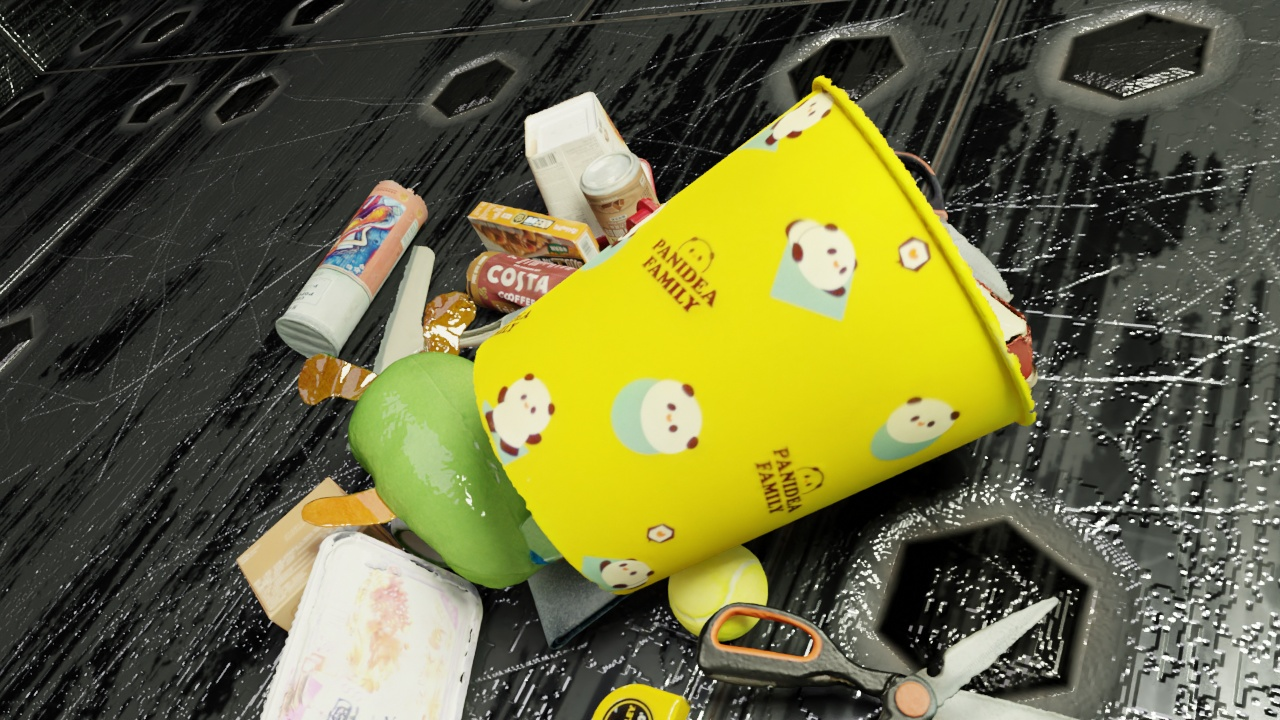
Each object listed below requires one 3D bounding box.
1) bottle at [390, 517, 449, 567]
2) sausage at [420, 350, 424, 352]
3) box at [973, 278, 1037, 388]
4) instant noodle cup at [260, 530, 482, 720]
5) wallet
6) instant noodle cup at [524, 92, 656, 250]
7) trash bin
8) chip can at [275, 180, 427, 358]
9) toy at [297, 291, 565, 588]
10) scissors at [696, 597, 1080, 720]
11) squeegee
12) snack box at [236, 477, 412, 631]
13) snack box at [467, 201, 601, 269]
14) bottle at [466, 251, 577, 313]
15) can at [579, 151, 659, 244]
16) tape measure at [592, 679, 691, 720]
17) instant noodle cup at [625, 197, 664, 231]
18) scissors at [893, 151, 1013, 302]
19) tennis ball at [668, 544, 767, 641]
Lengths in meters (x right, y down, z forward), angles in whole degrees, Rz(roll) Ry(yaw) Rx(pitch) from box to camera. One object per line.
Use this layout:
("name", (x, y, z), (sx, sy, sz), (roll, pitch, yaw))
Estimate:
("bottle", (-0.133, 0.074, 0.767), (0.068, 0.068, 0.196), (2, 48, 29))
("sausage", (-0.204, 0.003, 0.896), (0.165, 0.021, 0.021), (17, 61, 38))
("box", (0.206, -0.037, 0.680), (0.091, 0.079, 0.168), (-33, 45, -2))
("instant noodle cup", (-0.189, 0.219, 0.626), (0.060, 0.138, 0.173), (-25, 43, 38))
("wallet", (-0.031, 0.135, 0.659), (0.121, 0.019, 0.097), (-39, 44, 9))
("instant noodle cup", (-0.055, -0.187, 0.917), (0.117, 0.124, 0.116), (-19, 45, 10))
("trash bin", (0.057, 0.001, 0.552), (0.255, 0.229, 0.229), (-32, 43, 11))
("chip can", (-0.312, -0.102, 1.012), (0.071, 0.071, 0.214), (2, 52, 29))
("toy", (-0.139, 0.065, 0.674), (0.226, 0.090, 0.246), (-24, 62, -27))
("scissors", (0.134, 0.204, 0.526), (0.221, 0.022, 0.224), (23, 75, 20))
("squeegee", (-0.124, -0.034, 0.824), (0.247, 0.039, 0.245), (-13, 48, 22))
("snack box", (-0.237, 0.165, 0.714), (0.092, 0.094, 0.077), (-44, 45, -14))
("snack box", (-0.099, -0.112, 0.906), (0.154, 0.075, 0.026), (17, 59, 37))
("bottle", (-0.089, -0.064, 0.871), (0.175, 0.057, 0.057), (15, 59, 36))
("can", (-0.009, -0.133, 0.850), (0.059, 0.116, 0.058), (-15, 45, 16))
("tape measure", (-0.002, 0.235, 0.577), (0.057, 0.029, 0.059), (6, 54, 30))
("instant noodle cup", (0.069, -0.092, 0.786), (0.123, 0.116, 0.116), (-26, 43, -13))
("scissors", (0.232, -0.108, 0.778), (0.195, 0.015, 0.205), (4, 53, 28))
("tennis ball", (0.051, 0.150, 0.601), (0.065, 0.065, 0.065), (-14, 46, 15))
